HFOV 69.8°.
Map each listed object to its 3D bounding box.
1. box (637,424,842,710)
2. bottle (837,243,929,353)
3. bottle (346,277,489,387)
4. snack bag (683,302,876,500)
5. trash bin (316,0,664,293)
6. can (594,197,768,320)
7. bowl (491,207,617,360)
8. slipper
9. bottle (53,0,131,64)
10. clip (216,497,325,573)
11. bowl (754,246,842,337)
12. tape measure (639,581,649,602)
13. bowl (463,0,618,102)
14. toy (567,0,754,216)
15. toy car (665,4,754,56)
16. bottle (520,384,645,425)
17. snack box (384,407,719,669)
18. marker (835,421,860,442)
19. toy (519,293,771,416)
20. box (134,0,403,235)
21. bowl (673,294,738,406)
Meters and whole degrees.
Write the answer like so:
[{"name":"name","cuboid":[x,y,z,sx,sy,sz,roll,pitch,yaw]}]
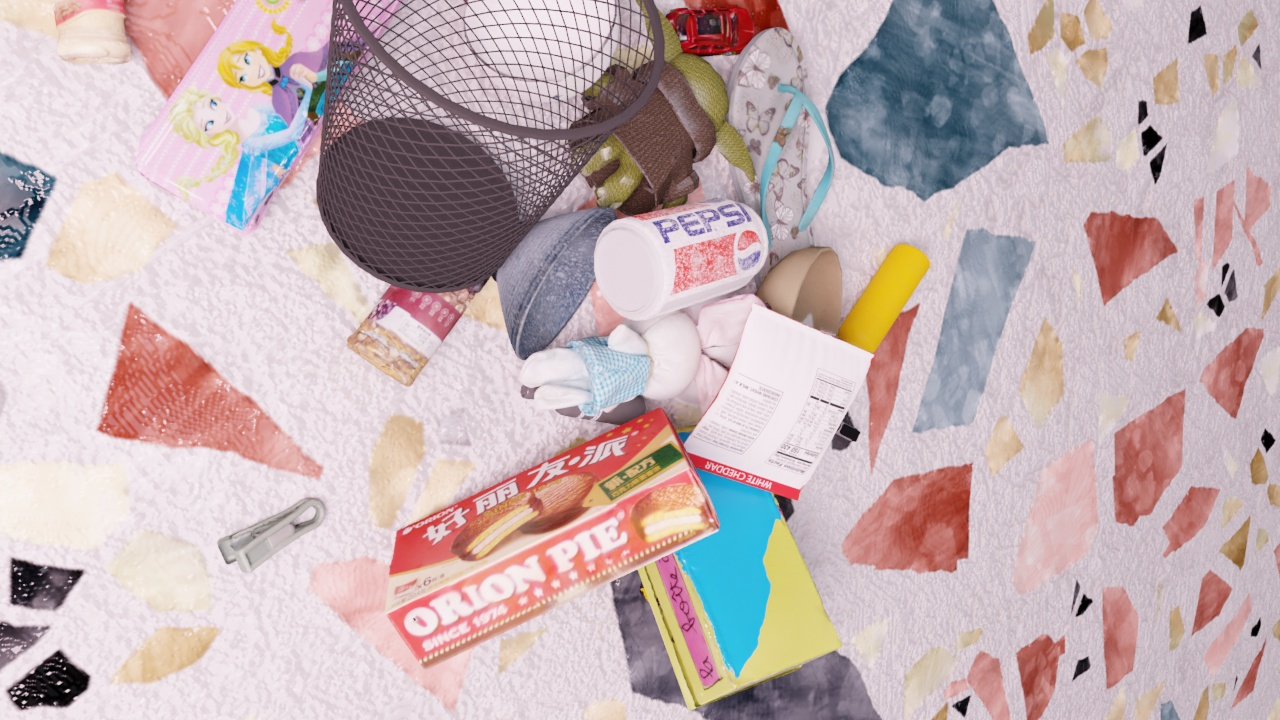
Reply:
[{"name":"box","cuboid":[0.064,0.164,0.781,0.124,0.081,0.221,-10,63,-34]},{"name":"bottle","cuboid":[0.243,-0.052,0.942,0.043,0.043,0.143,44,74,-30]},{"name":"bottle","cuboid":[-0.163,-0.038,0.679,0.056,0.056,0.105,41,76,-30]},{"name":"snack bag","cuboid":[0.113,0.039,0.754,0.130,0.039,0.144,20,104,-24]},{"name":"trash bin","cuboid":[-0.113,-0.153,0.574,0.184,0.211,0.183,12,61,-22]},{"name":"can","cuboid":[0.034,-0.083,0.725,0.135,0.078,0.078,-21,109,-43]},{"name":"bowl","cuboid":[-0.079,-0.072,0.715,0.057,0.137,0.137,32,77,8]},{"name":"slipper","cuboid":[0.131,-0.162,0.839,0.098,0.055,0.269,-19,114,-27]},{"name":"bottle","cuboid":[-0.333,-0.235,0.548,0.044,0.044,0.109,-8,103,-31]},{"name":"clip","cuboid":[-0.262,0.123,0.661,0.075,0.059,0.023,-31,115,-39]},{"name":"bowl","cuboid":[0.135,-0.031,0.834,0.152,0.050,0.152,-34,131,-53]},{"name":"tape measure","cuboid":[0.034,0.199,0.838,0.037,0.064,0.065,21,87,-32]},{"name":"bowl","cuboid":[-0.070,-0.242,0.688,0.113,0.063,0.113,-2,74,6]},{"name":"toy","cuboid":[0.009,-0.188,0.751,0.152,0.078,0.179,-47,114,-24]},{"name":"toy car","cuboid":[0.061,-0.286,0.796,0.091,0.036,0.042,-17,108,-36]},{"name":"bottle","cuboid":[-0.050,0.034,0.778,0.112,0.030,0.030,13,91,-33]},{"name":"snack box","cuboid":[-0.067,0.127,0.682,0.236,0.113,0.060,-25,112,1]},{"name":"marker","cuboid":[0.172,0.052,0.931,0.140,0.016,0.016,27,83,-33]},{"name":"toy","cuboid":[-0.005,0.004,0.763,0.205,0.106,0.131,-9,114,-24]},{"name":"box","cuboid":[-0.240,-0.200,0.619,0.084,0.053,0.230,31,81,-15]},{"name":"bowl","cuboid":[0.069,-0.009,0.840,0.109,0.041,0.110,-6,101,-32]}]
